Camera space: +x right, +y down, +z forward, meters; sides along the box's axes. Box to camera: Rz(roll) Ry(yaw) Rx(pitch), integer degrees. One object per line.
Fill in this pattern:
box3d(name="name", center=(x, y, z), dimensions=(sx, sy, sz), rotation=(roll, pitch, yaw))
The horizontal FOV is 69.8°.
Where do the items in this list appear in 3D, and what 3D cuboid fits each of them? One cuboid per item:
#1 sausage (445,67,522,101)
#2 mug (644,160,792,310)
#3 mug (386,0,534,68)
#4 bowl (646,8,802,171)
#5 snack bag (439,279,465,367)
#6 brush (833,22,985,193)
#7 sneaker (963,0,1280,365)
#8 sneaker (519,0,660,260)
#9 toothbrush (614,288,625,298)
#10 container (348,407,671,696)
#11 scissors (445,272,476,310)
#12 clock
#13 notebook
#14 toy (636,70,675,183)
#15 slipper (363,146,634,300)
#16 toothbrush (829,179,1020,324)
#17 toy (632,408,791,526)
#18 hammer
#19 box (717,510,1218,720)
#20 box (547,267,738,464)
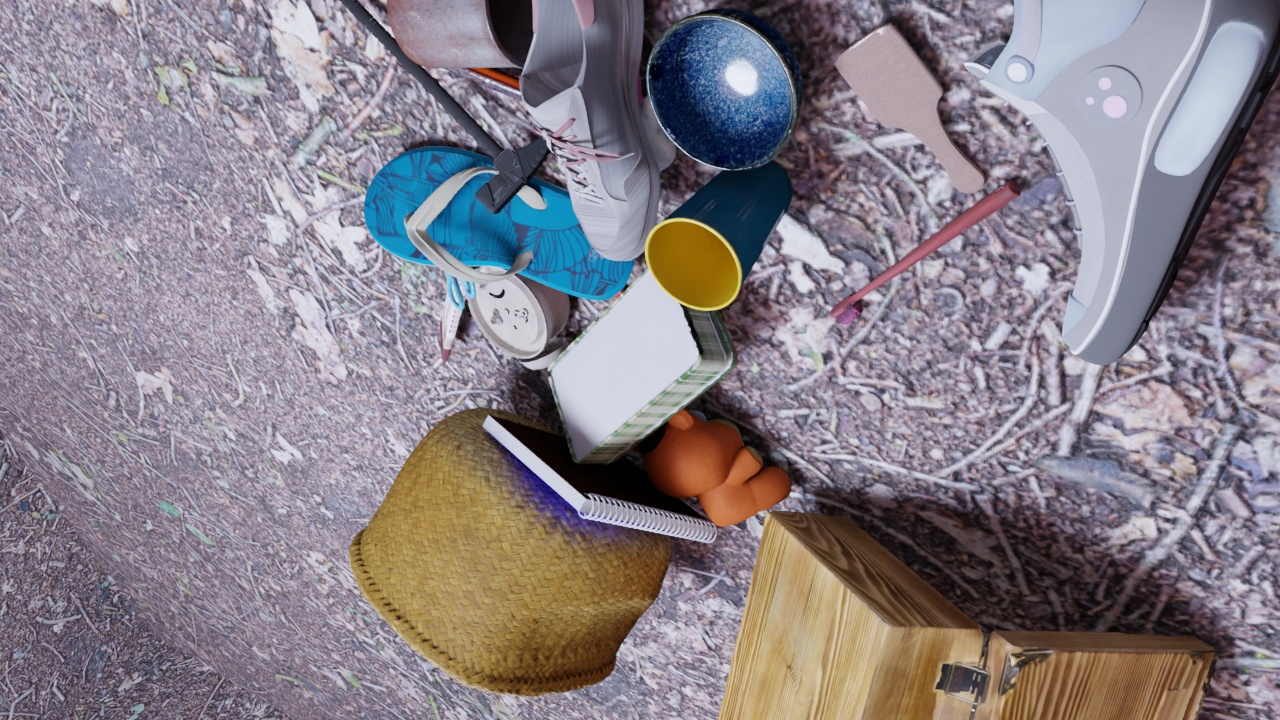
box3d(name="sausage", center=(-0.127, -0.241, 0.779), dimensions=(0.155, 0.020, 0.020), rotation=(24, 139, 6))
box3d(name="mug", center=(0.066, -0.103, 0.697), dimensions=(0.078, 0.121, 0.078), rotation=(21, 137, 21))
box3d(name="mug", center=(-0.122, -0.267, 0.724), dimensions=(0.110, 0.096, 0.123), rotation=(16, 166, 32))
box3d(name="bowl", center=(0.067, -0.200, 0.653), dimensions=(0.114, 0.060, 0.115), rotation=(20, 137, 19))
box3d(name="snack bag", center=(-0.205, -0.058, 1.008), dimensions=(0.013, 0.057, 0.158), rotation=(2, 144, -21))
box3d(name="brush", center=(0.192, -0.168, 0.627), dimensions=(0.135, 0.015, 0.050), rotation=(45, 142, -16))
box3d(name="sneaker", center=(0.268, -0.121, 0.566), dimensions=(0.160, 0.092, 0.257), rotation=(29, 141, 25))
box3d(name="sneaker", center=(-0.047, -0.180, 0.687), dimensions=(0.099, 0.089, 0.236), rotation=(22, 127, 45))
box3d(name="toothbrush", center=(-0.029, -0.076, 0.882), dimensions=(0.212, 0.017, 0.012), rotation=(37, 141, -3))
box3d(name="container", center=(-0.126, 0.186, 0.979), dimensions=(0.307, 0.306, 0.196), rotation=(30, 96, 10))
box3d(name="scissors", center=(-0.201, -0.114, 0.939), dimensions=(0.141, 0.015, 0.076), rotation=(66, 151, 19))
box3d(name="clock", center=(-0.110, -0.043, 0.938), dimensions=(0.104, 0.061, 0.157), rotation=(-8, 115, 43))
box3d(name="notebook", center=(-0.035, 0.121, 0.924), dimensions=(0.172, 0.022, 0.209), rotation=(33, -173, 41))
box3d(name="toy", center=(0.000, -0.184, 0.735), dimensions=(0.079, 0.037, 0.123), rotation=(27, 131, 26))
box3d(name="slipper", center=(-0.144, -0.129, 0.848), dimensions=(0.295, 0.060, 0.118), rotation=(18, 99, 19))
box3d(name="toothbrush", center=(0.210, -0.076, 0.696), dimensions=(0.016, 0.016, 0.190), rotation=(39, 140, -8))
box3d(name="toy", center=(0.061, 0.104, 0.919), dimensions=(0.176, 0.096, 0.112), rotation=(29, 146, -24))
box3d(name="hammer", center=(-0.208, -0.277, 0.806), dimensions=(0.325, 0.015, 0.095), rotation=(46, 101, 1))
box3d(name="box", center=(0.287, 0.331, 0.846), dimensions=(0.336, 0.286, 0.279), rotation=(10, 102, -17))
box3d(name="box", center=(-0.005, 0.005, 0.849), dimensions=(0.206, 0.050, 0.117), rotation=(-43, 56, 38))
